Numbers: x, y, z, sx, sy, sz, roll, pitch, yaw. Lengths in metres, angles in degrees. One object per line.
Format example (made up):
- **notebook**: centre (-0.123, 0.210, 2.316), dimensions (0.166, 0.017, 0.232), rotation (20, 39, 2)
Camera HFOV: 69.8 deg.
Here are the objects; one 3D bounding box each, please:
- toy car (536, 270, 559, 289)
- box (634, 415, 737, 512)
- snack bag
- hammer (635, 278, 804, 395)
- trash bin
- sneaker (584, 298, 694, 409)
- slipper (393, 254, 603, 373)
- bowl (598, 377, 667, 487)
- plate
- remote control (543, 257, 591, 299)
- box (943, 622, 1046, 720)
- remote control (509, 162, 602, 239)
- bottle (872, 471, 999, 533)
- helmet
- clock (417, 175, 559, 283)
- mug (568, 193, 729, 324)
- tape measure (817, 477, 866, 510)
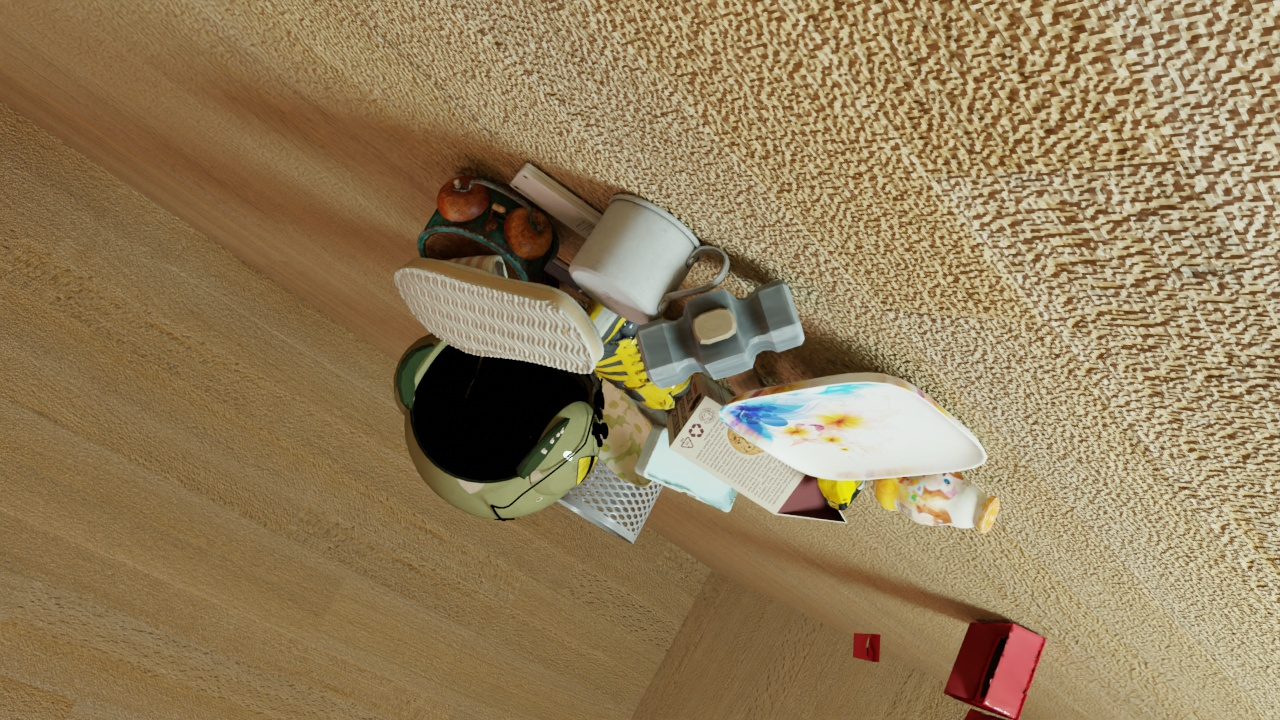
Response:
- **toy car**: centre (-0.120, -0.086, 0.986), dimensions (0.036, 0.042, 0.091), rotation (-12, 153, 27)
- **box**: centre (0.093, 0.128, 1.150), dimensions (0.122, 0.078, 0.197), rotation (-22, 147, 31)
- **snack bag**: centre (0.135, 0.108, 1.016), dimensions (0.206, 0.070, 0.094), rotation (32, -168, -8)
- **hammer**: centre (0.089, 0.012, 0.808), dimensions (0.117, 0.051, 0.323), rotation (-18, 163, 9)
- **trash bin**: centre (-0.034, 0.170, 1.448), dimensions (0.156, 0.183, 0.156), rotation (29, 168, 7)
- **sneaker**: centre (0.002, -0.015, 0.861), dimensions (0.122, 0.086, 0.239), rotation (26, 169, -1)
- **slipper**: centre (-0.123, -0.045, 0.810), dimensions (0.263, 0.052, 0.115), rotation (13, 141, 44)
- **bowl**: centre (-0.020, 0.074, 1.231), dimensions (0.220, 0.060, 0.188), rotation (12, 127, 53)
- **plate**: centre (0.179, 0.058, 0.781), dimensions (0.187, 0.016, 0.187), rotation (-13, 145, 43)
- **remote control**: centre (-0.044, -0.068, 0.962), dimensions (0.146, 0.008, 0.045), rotation (33, 167, -9)
- **box**: centre (0.471, 0.564, 1.403), dimensions (0.124, 0.377, 0.211), rotation (45, 171, 12)
- **remote control**: centre (-0.046, -0.118, 0.771), dimensions (0.136, 0.011, 0.050), rotation (34, 167, -15)
- **bottle**: centre (0.274, 0.124, 0.852), dimensions (0.109, 0.063, 0.063), rotation (22, 165, 35)
- **helmet**: centre (-0.148, 0.054, 1.052), dimensions (0.250, 0.255, 0.233), rotation (28, 163, 13)
- **clock**: centre (-0.134, -0.119, 0.838), dimensions (0.121, 0.073, 0.158), rotation (27, 152, -6)
- **mug**: centre (0.007, -0.071, 0.699), dimensions (0.113, 0.070, 0.084), rotation (26, 167, 27)
- **tape measure**: centre (0.212, 0.113, 0.944), dimensions (0.037, 0.065, 0.064), rotation (19, 141, 39)
